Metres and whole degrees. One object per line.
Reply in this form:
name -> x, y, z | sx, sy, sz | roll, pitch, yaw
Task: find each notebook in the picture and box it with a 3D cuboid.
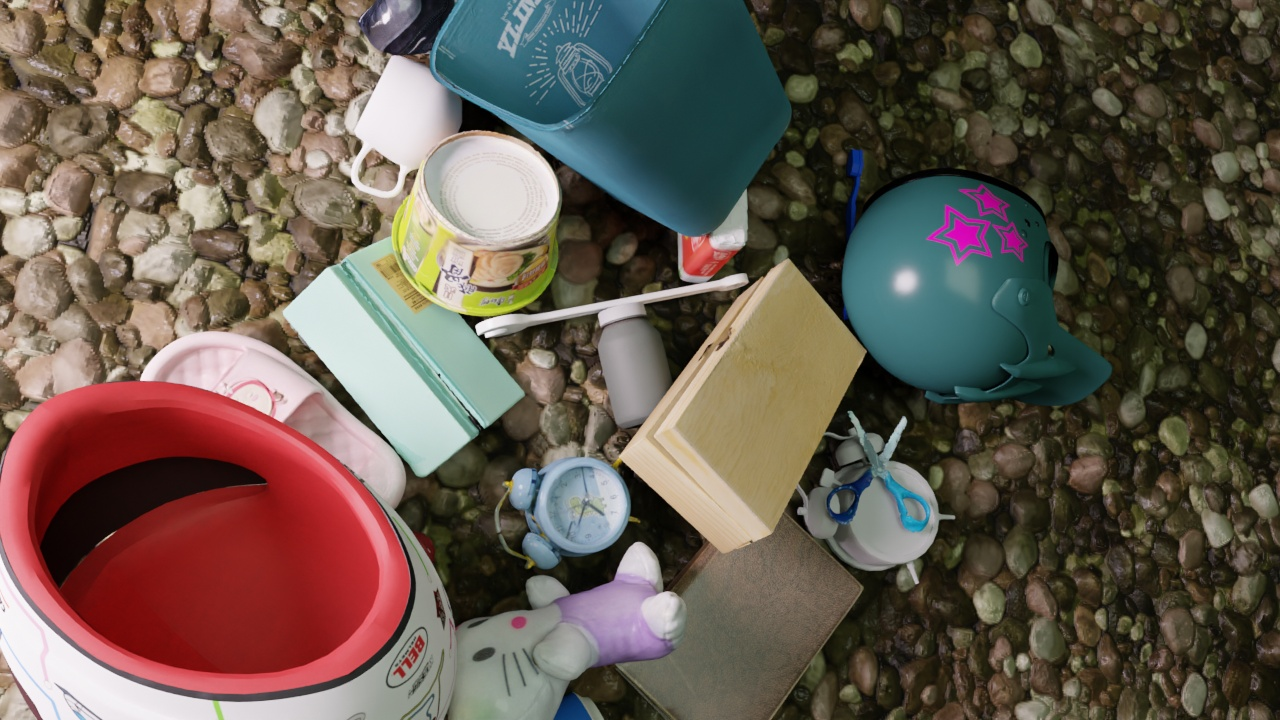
notebook -> 0.074, 0.227, 0.830 | 0.190, 0.035, 0.215 | 44, 70, -4

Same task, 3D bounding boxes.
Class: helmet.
helmet -> 0.324, -0.052, 0.893 | 0.274, 0.177, 0.200 | 14, 65, -28
helmet -> -0.277, 0.177, 0.623 | 0.314, 0.237, 0.230 | 33, 44, -1

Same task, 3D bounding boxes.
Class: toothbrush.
toothbrush -> 0.219, -0.133, 0.959 | 0.011, 0.017, 0.186 | 10, 79, -14

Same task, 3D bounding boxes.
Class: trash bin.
trash bin -> -0.006, -0.226, 0.736 | 0.196, 0.199, 0.218 | -55, 143, 1

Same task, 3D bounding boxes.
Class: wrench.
wrench -> -0.020, -0.053, 0.853 | 0.273, 0.047, 0.009 | -12, 83, -22

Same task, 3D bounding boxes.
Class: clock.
clock -> 0.214, 0.135, 0.884 | 0.159, 0.061, 0.119 | 38, 70, -2
clock -> -0.066, 0.130, 0.796 | 0.124, 0.052, 0.088 | -14, 85, -20

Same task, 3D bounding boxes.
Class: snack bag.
snack bag -> 0.066, -0.125, 0.855 | 0.036, 0.116, 0.077 | 3, 77, -13

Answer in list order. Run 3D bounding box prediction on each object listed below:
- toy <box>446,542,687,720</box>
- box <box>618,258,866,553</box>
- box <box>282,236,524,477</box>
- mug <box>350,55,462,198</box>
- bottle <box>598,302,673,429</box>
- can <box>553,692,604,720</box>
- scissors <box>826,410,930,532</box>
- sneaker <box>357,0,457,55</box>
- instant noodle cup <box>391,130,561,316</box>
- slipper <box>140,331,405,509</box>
toy -> -0.067, 0.229, 0.731 | 0.209, 0.137, 0.085 | -24, 113, -8
box -> 0.103, 0.033, 0.807 | 0.128, 0.092, 0.248 | 42, 49, -2
box -> -0.202, -0.005, 0.792 | 0.187, 0.079, 0.112 | 50, 41, -5
mug -> -0.206, -0.198, 0.801 | 0.076, 0.090, 0.124 | 27, 90, -21
bottle -> -0.005, 0.005, 0.836 | 0.060, 0.060, 0.108 | -12, 83, -19
can -> -0.094, 0.332, 0.732 | 0.146, 0.079, 0.079 | -22, 87, -20
scissors -> 0.215, 0.107, 0.850 | 0.127, 0.014, 0.127 | -19, 81, -18
sneaker -> -0.136, -0.287, 0.808 | 0.151, 0.097, 0.251 | 50, 38, -16
instant noodle cup -> -0.134, -0.120, 0.782 | 0.146, 0.098, 0.146 | 8, 61, -15
slipper -> -0.289, 0.056, 0.739 | 0.221, 0.056, 0.106 | 35, 69, -9
